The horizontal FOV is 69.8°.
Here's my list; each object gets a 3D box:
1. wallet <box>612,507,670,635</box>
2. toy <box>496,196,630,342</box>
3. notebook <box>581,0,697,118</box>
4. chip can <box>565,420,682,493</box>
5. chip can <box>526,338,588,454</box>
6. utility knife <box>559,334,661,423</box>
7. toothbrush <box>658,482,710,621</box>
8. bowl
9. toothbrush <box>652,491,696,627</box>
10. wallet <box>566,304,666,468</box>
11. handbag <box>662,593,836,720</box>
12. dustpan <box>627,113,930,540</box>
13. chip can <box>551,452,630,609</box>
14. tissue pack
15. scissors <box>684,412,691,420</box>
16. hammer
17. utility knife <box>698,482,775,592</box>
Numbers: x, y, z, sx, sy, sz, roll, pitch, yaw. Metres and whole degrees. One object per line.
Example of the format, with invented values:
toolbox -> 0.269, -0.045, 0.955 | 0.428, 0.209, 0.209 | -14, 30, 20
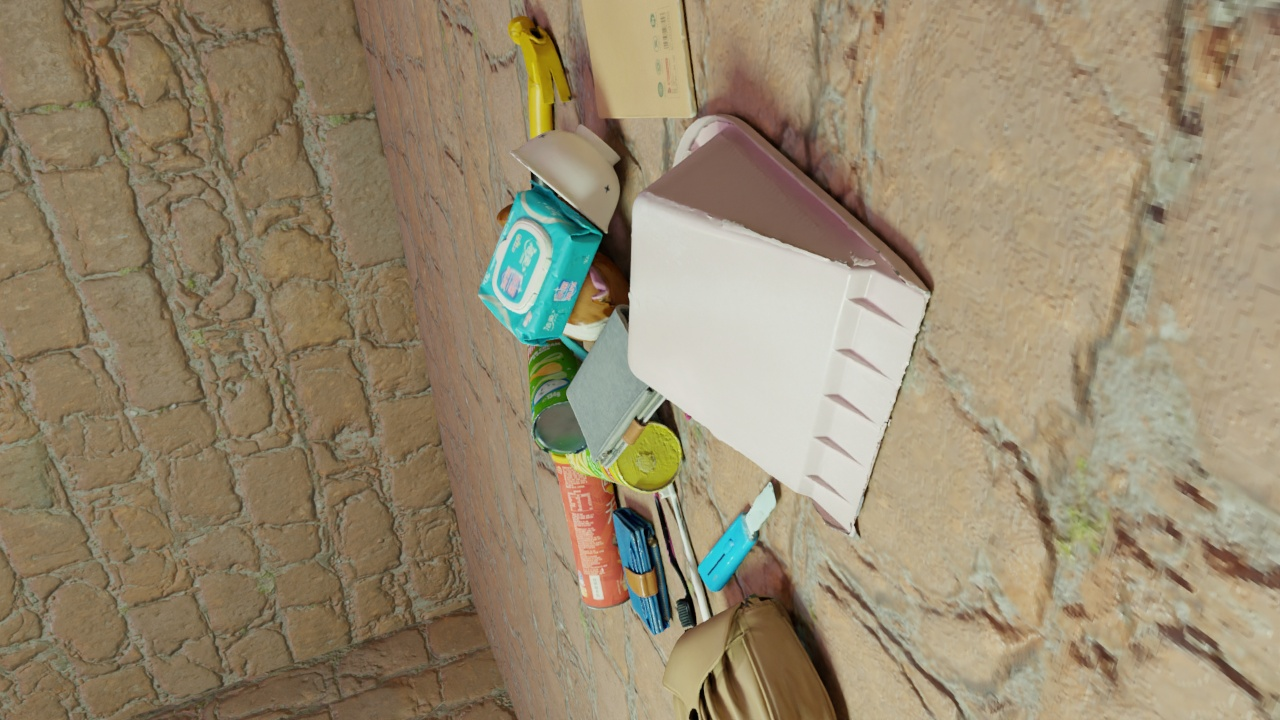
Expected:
wallet -> -0.001, 0.252, 1.104 | 0.106, 0.040, 0.133 | -160, 57, -73
toy -> -0.077, -0.085, 0.945 | 0.199, 0.130, 0.140 | 50, 169, 33
notebook -> -0.008, -0.277, 0.765 | 0.208, 0.008, 0.148 | -148, 47, -64
chip can -> -0.025, 0.099, 0.999 | 0.221, 0.072, 0.072 | 172, 84, -71
chip can -> -0.092, 0.013, 1.038 | 0.235, 0.072, 0.072 | -106, 11, -58
utility knife -> -0.043, 0.011, 0.968 | 0.176, 0.013, 0.029 | 40, 162, 20
toothbrush -> 0.048, 0.206, 0.954 | 0.016, 0.016, 0.180 | 115, 138, -86
bowl -> -0.058, -0.182, 0.867 | 0.118, 0.065, 0.118 | 40, -176, -4
toothbrush -> 0.028, 0.193, 0.968 | 0.014, 0.018, 0.189 | 44, -157, -51
wallet -> -0.021, 0.028, 0.867 | 0.130, 0.037, 0.106 | -56, 48, 41
handbag -> 0.083, 0.290, 0.787 | 0.205, 0.099, 0.147 | 121, 135, -60
dustpan -> 0.093, -0.050, 0.647 | 0.273, 0.138, 0.223 | 32, 140, 24
chip can -> -0.060, 0.211, 1.187 | 0.073, 0.073, 0.217 | -156, 53, -67
tissue pack -> -0.095, -0.091, 0.861 | 0.093, 0.050, 0.134 | 40, 115, 35
scissors -> 0.043, -0.002, 0.818 | 0.133, 0.017, 0.134 | -129, 29, -60
hammer -> -0.114, -0.234, 1.067 | 0.128, 0.032, 0.301 | -122, 25, -44
utility knife -> 0.086, 0.157, 0.809 | 0.219, 0.018, 0.034 | 109, 143, -56
